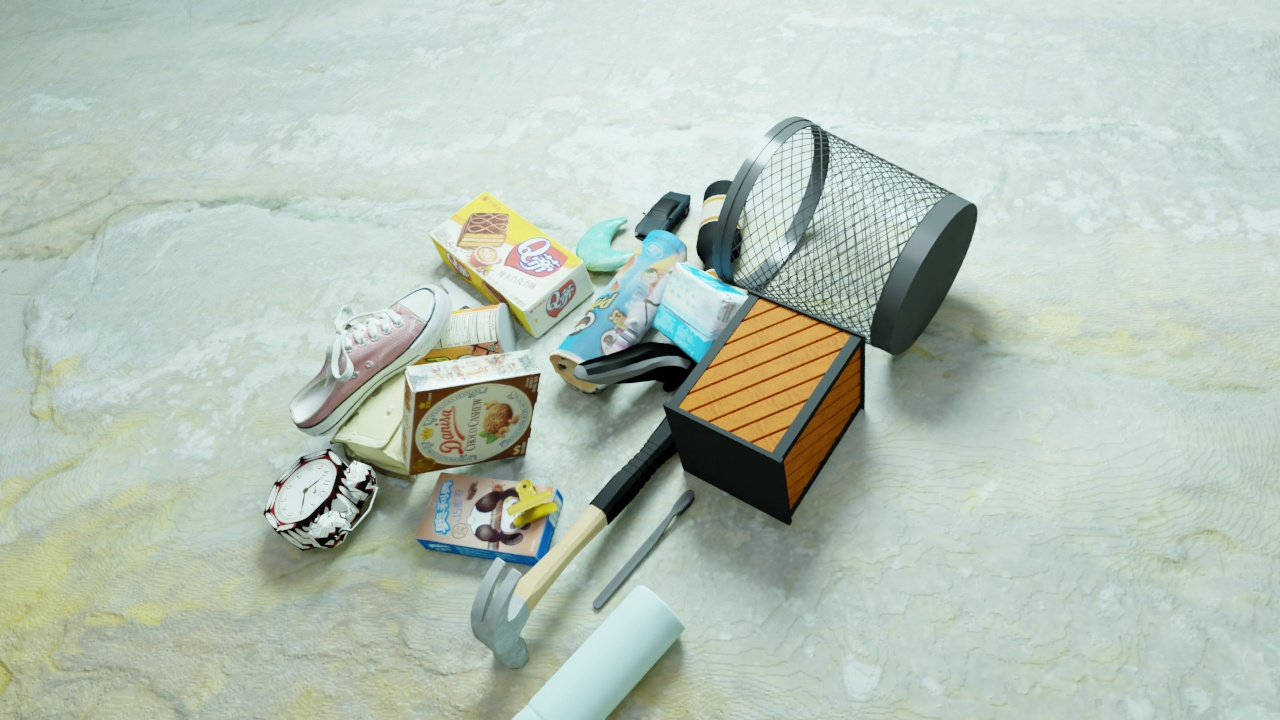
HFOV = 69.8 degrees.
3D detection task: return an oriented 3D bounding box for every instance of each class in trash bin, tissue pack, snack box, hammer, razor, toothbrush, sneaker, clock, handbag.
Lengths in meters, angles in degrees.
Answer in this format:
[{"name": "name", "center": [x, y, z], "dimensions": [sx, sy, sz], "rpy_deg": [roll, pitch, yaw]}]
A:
[{"name": "trash bin", "center": [0.241, -0.141, 1.075], "dimensions": [0.227, 0.218, 0.217], "rpy_deg": [31, 67, 26]}, {"name": "tissue pack", "center": [0.075, -0.056, 1.098], "dimensions": [0.061, 0.093, 0.144], "rpy_deg": [6, 22, -37]}, {"name": "trash bin", "center": [0.141, 0.050, 1.001], "dimensions": [0.140, 0.140, 0.171], "rpy_deg": [25, 64, 28]}, {"name": "snack box", "center": [-0.195, 0.060, 1.046], "dimensions": [0.146, 0.143, 0.041], "rpy_deg": [-8, 48, -25]}, {"name": "hammer", "center": [-0.055, 0.177, 0.989], "dimensions": [0.039, 0.131, 0.327], "rpy_deg": [27, 56, 29]}, {"name": "razor", "center": [-0.006, 0.006, 1.091], "dimensions": [0.156, 0.060, 0.057], "rpy_deg": [3, 8, -29]}, {"name": "toothbrush", "center": [0.005, 0.206, 1.003], "dimensions": [0.013, 0.013, 0.167], "rpy_deg": [32, 69, 31]}, {"name": "sneaker", "center": [-0.335, -0.015, 1.104], "dimensions": [0.240, 0.088, 0.118], "rpy_deg": [-46, 52, -11]}, {"name": "clock", "center": [-0.365, 0.171, 1.083], "dimensions": [0.155, 0.065, 0.114], "rpy_deg": [3, 54, 34]}, {"name": "handbag", "center": [-0.308, 0.077, 1.131], "dimensions": [0.111, 0.081, 0.119], "rpy_deg": [9, 58, 26]}, {"name": "snack box", "center": [-0.172, 0.181, 1.050], "dimensions": [0.151, 0.034, 0.087], "rpy_deg": [4, 56, 17]}, {"name": "snack box", "center": [-0.179, -0.137, 1.265], "dimensions": [0.110, 0.062, 0.230], "rpy_deg": [-41, 55, -17]}]

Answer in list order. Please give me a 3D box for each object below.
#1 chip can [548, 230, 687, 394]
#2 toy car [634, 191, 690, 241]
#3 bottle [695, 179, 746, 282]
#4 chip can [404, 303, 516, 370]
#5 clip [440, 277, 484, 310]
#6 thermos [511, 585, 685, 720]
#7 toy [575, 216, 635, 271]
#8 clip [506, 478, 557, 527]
[{"name": "chip can", "center": [-0.019, -0.063, 1.165], "dimensions": [0.080, 0.080, 0.229], "rpy_deg": [23, 63, 27]}, {"name": "toy car", "center": [0.032, -0.200, 1.265], "dimensions": [0.046, 0.034, 0.111], "rpy_deg": [16, 46, 23]}, {"name": "bottle", "center": [0.103, -0.154, 1.209], "dimensions": [0.059, 0.059, 0.181], "rpy_deg": [1, 55, 14]}, {"name": "chip can", "center": [-0.276, -0.024, 1.198], "dimensions": [0.215, 0.075, 0.075], "rpy_deg": [-7, 53, 9]}, {"name": "clip", "center": [-0.254, -0.067, 1.267], "dimensions": [0.102, 0.050, 0.058], "rpy_deg": [35, 76, 33]}, {"name": "thermos", "center": [-0.048, 0.317, 0.902], "dimensions": [0.206, 0.065, 0.078], "rpy_deg": [-44, 34, -18]}, {"name": "toy", "center": [-0.047, -0.155, 1.260], "dimensions": [0.085, 0.033, 0.105], "rpy_deg": [-23, 44, 3]}, {"name": "clip", "center": [-0.124, 0.153, 1.018], "dimensions": [0.054, 0.045, 0.049], "rpy_deg": [-24, 78, -3]}]
